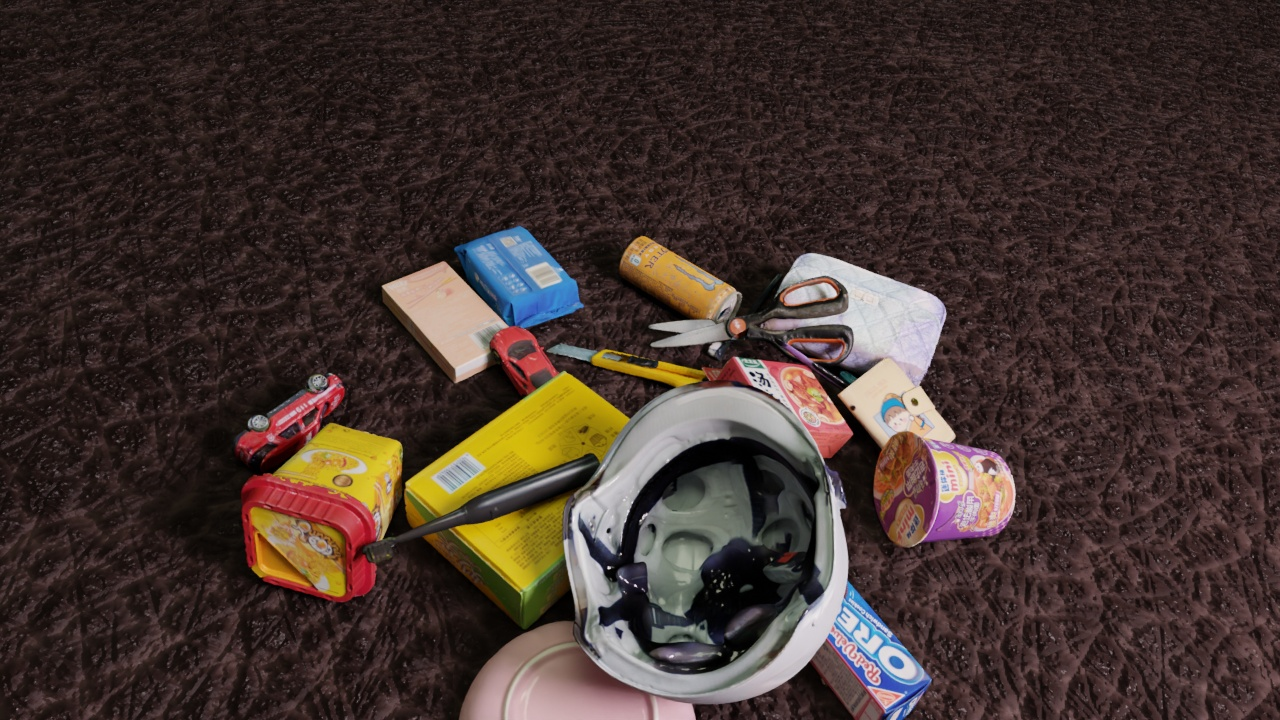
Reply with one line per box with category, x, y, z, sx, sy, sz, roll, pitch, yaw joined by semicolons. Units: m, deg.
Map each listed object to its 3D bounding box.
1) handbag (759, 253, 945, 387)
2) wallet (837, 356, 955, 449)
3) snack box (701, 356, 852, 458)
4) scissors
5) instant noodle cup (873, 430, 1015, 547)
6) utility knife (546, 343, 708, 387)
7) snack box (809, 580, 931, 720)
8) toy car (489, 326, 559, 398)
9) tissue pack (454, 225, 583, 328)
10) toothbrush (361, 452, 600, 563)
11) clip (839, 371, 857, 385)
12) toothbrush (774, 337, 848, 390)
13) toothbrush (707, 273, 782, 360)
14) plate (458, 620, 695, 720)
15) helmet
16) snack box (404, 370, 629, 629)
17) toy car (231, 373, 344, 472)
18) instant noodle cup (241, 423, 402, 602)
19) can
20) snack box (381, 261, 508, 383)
handbag;0.249;-0.048;1.070;0.194;0.076;0.133;21;52;13
wallet;0.276;0.059;0.981;0.087;0.024;0.115;-33;78;-23
snack box;0.143;0.041;0.964;0.113;0.044;0.127;6;41;-36
scissors;0.125;-0.025;1.021;0.234;0.022;0.162;-29;76;2
instant noodle cup;0.298;0.127;0.893;0.099;0.112;0.111;4;45;-14
utility knife;-0.006;0.006;1.012;0.207;0.015;0.033;13;38;14
snack box;0.160;0.223;0.807;0.057;0.058;0.207;-23;53;-24
toy car;-0.119;0.007;0.979;0.049;0.031;0.106;-26;71;-31
tissue pack;-0.144;-0.096;1.074;0.094;0.052;0.157;-22;53;-30
toothbrush;-0.130;0.126;0.779;0.212;0.026;0.027;-19;47;-24
clip;0.243;0.033;1.030;0.014;0.040;0.056;-19;48;-28
toothbrush;0.224;0.028;0.999;0.189;0.014;0.016;35;58;0
toothbrush;0.130;-0.057;1.105;0.018;0.016;0.180;22;47;24
plate;-0.048;0.287;0.725;0.192;0.039;0.192;4;46;-5
helmet;0.065;0.158;0.749;0.229;0.146;0.258;-16;47;16
snack box;-0.088;0.122;0.857;0.158;0.070;0.209;35;51;23
toy car;-0.337;0.061;0.893;0.045;0.053;0.120;44;58;3
instant noodle cup;-0.269;0.126;0.805;0.116;0.116;0.123;14;34;5
can;0.046;-0.091;1.094;0.146;0.058;0.058;33;50;22
snack box;-0.215;-0.046;1.032;0.084;0.026;0.157;-28;56;-30
